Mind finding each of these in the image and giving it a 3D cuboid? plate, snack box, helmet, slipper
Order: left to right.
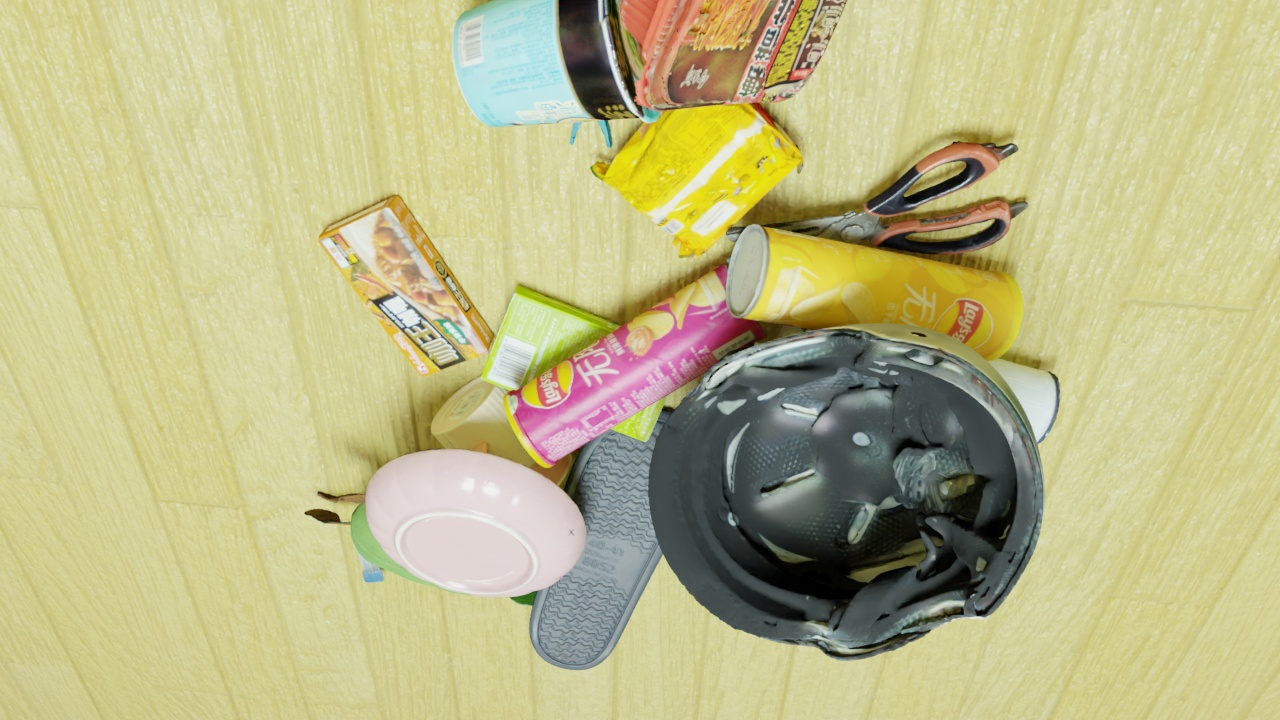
[{"bbox_3d":[-0.196,-0.059,0.779,0.075,0.026,0.154,-19,121,20],"label":"snack box"},{"bbox_3d":[-0.143,0.150,0.778,0.192,0.038,0.193,5,135,5],"label":"plate"},{"bbox_3d":[-0.050,0.004,0.792,0.156,0.026,0.086,21,107,-8],"label":"snack box"},{"bbox_3d":[-0.033,0.162,0.876,0.110,0.083,0.268,21,99,-6],"label":"slipper"},{"bbox_3d":[0.155,0.078,0.663,0.275,0.156,0.230,-27,87,37],"label":"helmet"}]

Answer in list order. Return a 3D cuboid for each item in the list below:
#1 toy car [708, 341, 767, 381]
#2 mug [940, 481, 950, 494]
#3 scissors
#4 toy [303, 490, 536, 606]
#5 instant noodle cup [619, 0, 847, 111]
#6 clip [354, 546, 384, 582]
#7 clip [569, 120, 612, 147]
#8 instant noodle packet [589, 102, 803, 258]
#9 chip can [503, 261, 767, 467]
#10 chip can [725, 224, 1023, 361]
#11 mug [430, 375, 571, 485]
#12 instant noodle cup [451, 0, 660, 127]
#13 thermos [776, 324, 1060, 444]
[{"bbox_3d":[0.084,0.011,0.749,0.049,0.106,0.031,-32,87,-7],"label":"toy car"},{"bbox_3d":[0.201,0.095,0.794,0.124,0.103,0.084,-12,123,14],"label":"mug"},{"bbox_3d":[0.174,-0.110,0.680,0.201,0.015,0.207,20,133,-24],"label":"scissors"},{"bbox_3d":[-0.205,0.174,0.908,0.246,0.089,0.228,25,147,-19],"label":"toy"},{"bbox_3d":[0.061,-0.238,0.551,0.079,0.188,0.165,41,127,22],"label":"instant noodle cup"},{"bbox_3d":[-0.293,0.212,0.992,0.026,0.042,0.058,-4,122,11],"label":"clip"},{"bbox_3d":[-0.037,-0.184,0.679,0.033,0.013,0.054,4,126,3],"label":"clip"},{"bbox_3d":[0.042,-0.145,0.678,0.110,0.044,0.129,39,123,-21],"label":"instant noodle packet"},{"bbox_3d":[-0.004,0.004,0.742,0.211,0.071,0.071,-31,118,7],"label":"chip can"},{"bbox_3d":[0.175,-0.049,0.685,0.213,0.072,0.072,9,127,-16],"label":"chip can"},{"bbox_3d":[-0.126,0.082,0.819,0.082,0.114,0.106,-32,114,13],"label":"mug"},{"bbox_3d":[-0.056,-0.206,0.617,0.121,0.111,0.111,-6,125,21],"label":"instant noodle cup"},{"bbox_3d":[0.222,0.013,0.757,0.224,0.073,0.073,15,126,-3],"label":"thermos"}]
